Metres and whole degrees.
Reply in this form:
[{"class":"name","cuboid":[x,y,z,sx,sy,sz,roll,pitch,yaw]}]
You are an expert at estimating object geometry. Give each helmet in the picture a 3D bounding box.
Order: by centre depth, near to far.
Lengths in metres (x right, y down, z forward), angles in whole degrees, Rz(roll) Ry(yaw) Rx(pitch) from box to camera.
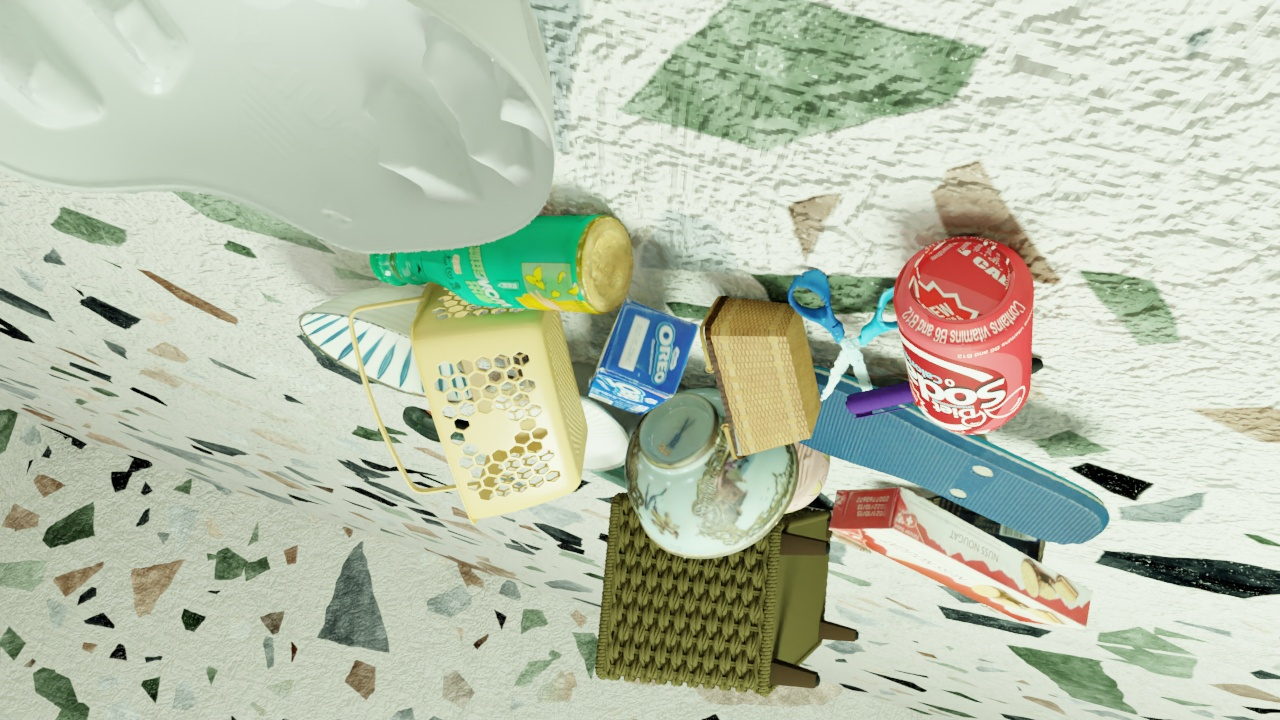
[{"class":"helmet","cuboid":[-0.166,-0.140,0.400,0.282,0.183,0.224,24,164,4]}]

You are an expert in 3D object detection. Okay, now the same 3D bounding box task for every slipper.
[{"class":"slipper","cuboid":[0.220,0.055,0.722,0.295,0.060,0.118,24,157,14]},{"class":"slipper","cuboid":[0.105,0.105,0.903,0.198,0.093,0.081,0,162,41]}]

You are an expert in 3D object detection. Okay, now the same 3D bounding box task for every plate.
[{"class":"plate","cuboid":[-0.081,0.062,0.877,0.157,0.014,0.157,13,148,8]}]

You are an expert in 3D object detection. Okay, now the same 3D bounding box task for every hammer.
[{"class":"hammer","cuboid":[-0.167,0.078,0.989,0.133,0.033,0.333,30,179,13]}]

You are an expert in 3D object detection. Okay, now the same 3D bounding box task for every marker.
[{"class":"marker","cuboid":[0.210,0.019,0.638,0.134,0.018,0.015,-13,175,13]}]

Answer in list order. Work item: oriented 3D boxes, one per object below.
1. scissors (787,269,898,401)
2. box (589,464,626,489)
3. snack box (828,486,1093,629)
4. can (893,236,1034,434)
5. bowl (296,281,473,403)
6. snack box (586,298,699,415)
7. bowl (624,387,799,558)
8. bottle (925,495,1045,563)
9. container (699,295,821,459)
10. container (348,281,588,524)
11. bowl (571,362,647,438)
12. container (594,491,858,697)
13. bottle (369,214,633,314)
[{"class":"scissors","cuboid":[0.137,-0.015,0.641,0.104,0.015,0.134,20,140,6]},{"class":"box","cuboid":[-0.073,0.099,1.032,0.186,0.033,0.136,30,-170,-26]},{"class":"snack box","cuboid":[0.291,0.182,0.821,0.272,0.044,0.077,28,158,-27]},{"class":"can","cuboid":[0.199,-0.011,0.560,0.074,0.074,0.142,8,156,26]},{"class":"bowl","cuboid":[-0.225,-0.028,0.868,0.177,0.070,0.177,17,158,7]},{"class":"snack box","cuboid":[-0.004,0.004,0.721,0.059,0.059,0.226,21,172,-2]},{"class":"bowl","cuboid":[0.049,0.083,0.808,0.160,0.159,0.094,4,148,33]},{"class":"bottle","cuboid":[0.313,0.163,0.907,0.161,0.056,0.056,8,156,28]},{"class":"container","cuboid":[0.090,0.010,0.670,0.061,0.063,0.114,-5,117,24]},{"class":"container","cuboid":[-0.141,0.030,0.750,0.167,0.129,0.183,-8,118,6]},{"class":"bowl","cuboid":[-0.043,0.061,0.941,0.132,0.064,0.132,16,158,6]},{"class":"container","cuboid":[0.114,0.237,0.978,0.205,0.176,0.320,3,175,22]},{"class":"bottle","cuboid":[-0.110,-0.073,0.671,0.210,0.068,0.068,6,155,30]}]
